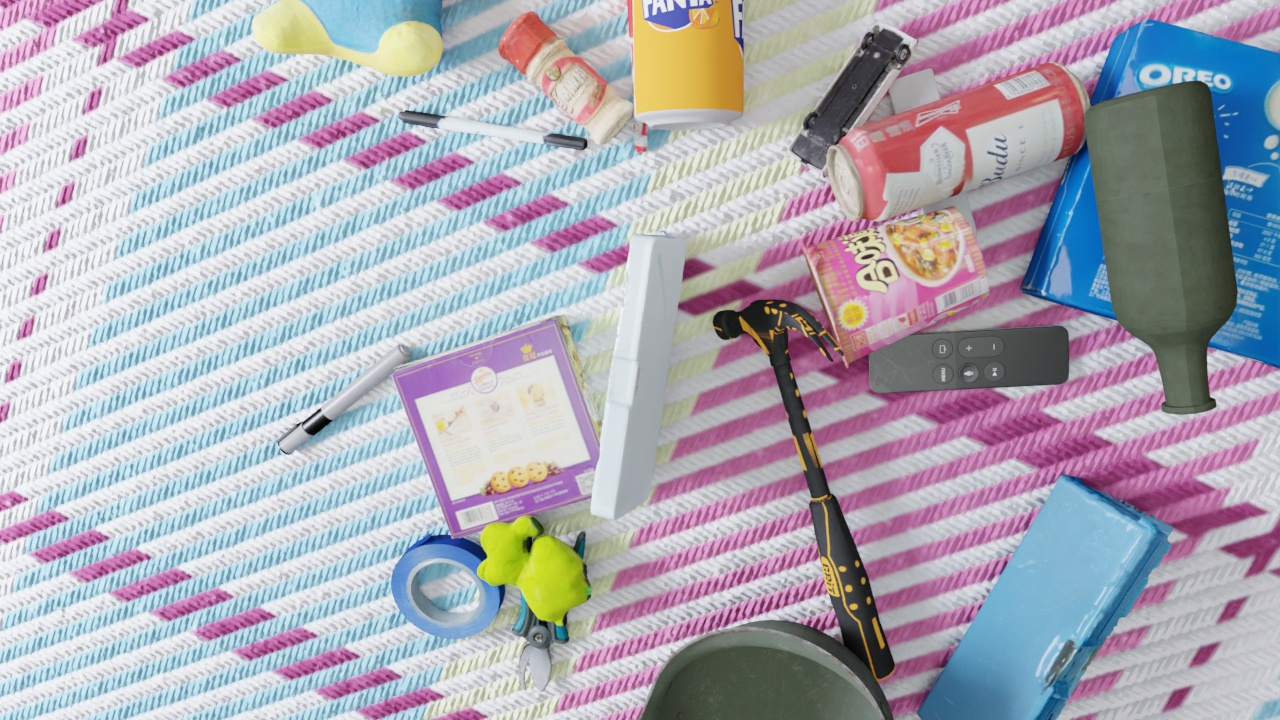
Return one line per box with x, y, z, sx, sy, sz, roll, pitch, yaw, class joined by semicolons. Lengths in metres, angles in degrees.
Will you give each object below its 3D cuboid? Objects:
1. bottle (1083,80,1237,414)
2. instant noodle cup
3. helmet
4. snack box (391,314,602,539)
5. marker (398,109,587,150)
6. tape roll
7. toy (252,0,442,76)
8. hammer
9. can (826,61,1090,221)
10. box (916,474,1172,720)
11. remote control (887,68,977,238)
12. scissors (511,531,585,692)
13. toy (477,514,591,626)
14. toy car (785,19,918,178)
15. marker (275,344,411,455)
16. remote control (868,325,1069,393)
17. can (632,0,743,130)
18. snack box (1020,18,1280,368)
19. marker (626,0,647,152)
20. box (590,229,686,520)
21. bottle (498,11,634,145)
0.339;-0.069;0.591;0.071;0.071;0.207;-11;97;9;bottle
0.182;-0.058;0.655;0.109;0.097;0.098;-20;96;10;instant noodle cup
0.104;0.296;0.690;0.227;0.153;0.268;-1;106;19;helmet
-0.107;0.053;0.738;0.143;0.040;0.148;-17;96;10;snack box
-0.116;-0.180;0.718;0.152;0.011;0.011;10;100;5;marker
-0.162;0.191;0.773;0.093;0.016;0.091;43;108;-5;tape roll
-0.186;-0.317;0.669;0.149;0.084;0.214;13;98;4;toy
0.140;0.105;0.697;0.036;0.123;0.321;-25;104;-27;hammer
0.219;-0.150;0.636;0.170;0.067;0.067;-19;96;-1;can
0.323;0.213;0.703;0.102;0.094;0.232;20;102;-26;box
0.216;-0.147;0.680;0.033;0.012;0.131;-17;96;7;remote control
-0.079;0.202;0.770;0.153;0.019;0.128;-38;92;10;scissors
-0.084;0.168;0.734;0.093;0.036;0.094;7;110;3;toy
0.155;-0.188;0.669;0.039;0.039;0.113;40;102;26;toy car
-0.247;0.033;0.766;0.141;0.016;0.016;-37;93;11;marker
0.250;-0.001;0.701;0.147;0.008;0.045;-3;99;8;remote control
0.034;-0.240;0.654;0.079;0.079;0.142;0;99;7;can
0.418;-0.105;0.639;0.239;0.056;0.196;18;101;5;snack box
-0.003;-0.230;0.694;0.013;0.012;0.142;-2;99;7;marker
0.002;0.005;0.668;0.049;0.136;0.197;10;100;4;box
-0.055;-0.211;0.689;0.109;0.044;0.044;43;101;-1;bottle
